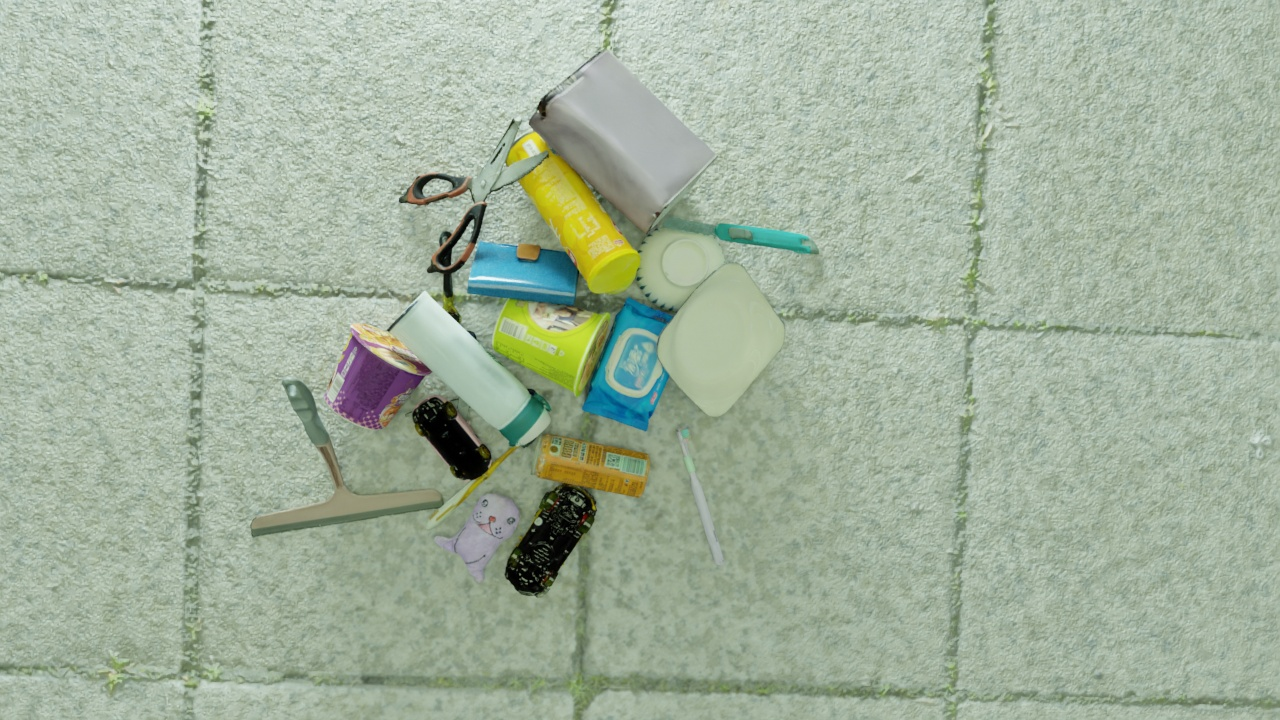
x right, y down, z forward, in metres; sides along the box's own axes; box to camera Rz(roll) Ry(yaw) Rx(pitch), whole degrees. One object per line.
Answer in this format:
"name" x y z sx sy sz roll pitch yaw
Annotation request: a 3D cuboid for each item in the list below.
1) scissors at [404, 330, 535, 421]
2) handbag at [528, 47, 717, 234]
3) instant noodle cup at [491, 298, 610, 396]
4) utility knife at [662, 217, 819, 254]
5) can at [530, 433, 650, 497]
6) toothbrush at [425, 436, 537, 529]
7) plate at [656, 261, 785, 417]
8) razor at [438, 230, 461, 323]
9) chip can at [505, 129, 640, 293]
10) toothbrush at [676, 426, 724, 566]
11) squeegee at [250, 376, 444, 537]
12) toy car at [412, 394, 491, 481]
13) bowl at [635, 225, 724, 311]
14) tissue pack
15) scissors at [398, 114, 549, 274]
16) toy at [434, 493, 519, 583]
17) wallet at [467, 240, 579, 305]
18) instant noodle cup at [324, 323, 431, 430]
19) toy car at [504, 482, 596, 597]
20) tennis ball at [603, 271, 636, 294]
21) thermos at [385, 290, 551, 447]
"scissors" -0.214 0.048 1.174 0.162 0.012 0.173 9 99 -9
"handbag" -0.023 -0.261 1.118 0.197 0.099 0.144 43 45 -2
"instant noodle cup" -0.115 -0.029 1.142 0.123 0.111 0.111 21 90 5
"utility knife" 0.130 -0.159 1.161 0.222 0.013 0.029 5 70 -20
"can" -0.063 0.133 1.168 0.146 0.058 0.058 12 91 -3
"toothbrush" -0.204 0.154 1.181 0.191 0.018 0.016 -42 124 -1
"plate" 0.096 -0.028 1.157 0.163 0.034 0.164 -48 125 -11
"razor" -0.246 -0.093 1.168 0.042 0.022 0.143 -2 93 -13
"chip can" -0.085 -0.183 1.112 0.072 0.072 0.213 -34 71 -2
"toothbrush" 0.080 0.178 1.198 0.021 0.029 0.189 -12 95 37
"squeegee" -0.386 0.105 1.114 0.247 0.040 0.250 -8 132 -3
"toy car" -0.237 0.097 1.157 0.056 0.037 0.122 -33 107 7
"bowl" 0.052 -0.121 1.162 0.116 0.066 0.116 0 92 -4
"tissue pack" -0.007 0.007 1.170 0.095 0.052 0.157 22 91 -3
"scissors" -0.209 -0.202 1.128 0.227 0.015 0.189 0 89 24
"toy" -0.202 0.217 1.174 0.084 0.039 0.108 39 91 3
"wallet" -0.143 -0.109 1.139 0.133 0.106 0.040 7 125 -5
"instant noodle cup" -0.329 0.025 1.132 0.111 0.111 0.099 31 99 -4
"toy car" -0.117 0.229 1.177 0.071 0.041 0.156 32 94 -3
"tennis ball" -0.037 -0.116 1.158 0.065 0.065 0.065 0 92 -3
"thermos" -0.204 0.014 1.130 0.073 0.073 0.224 -46 103 -1
